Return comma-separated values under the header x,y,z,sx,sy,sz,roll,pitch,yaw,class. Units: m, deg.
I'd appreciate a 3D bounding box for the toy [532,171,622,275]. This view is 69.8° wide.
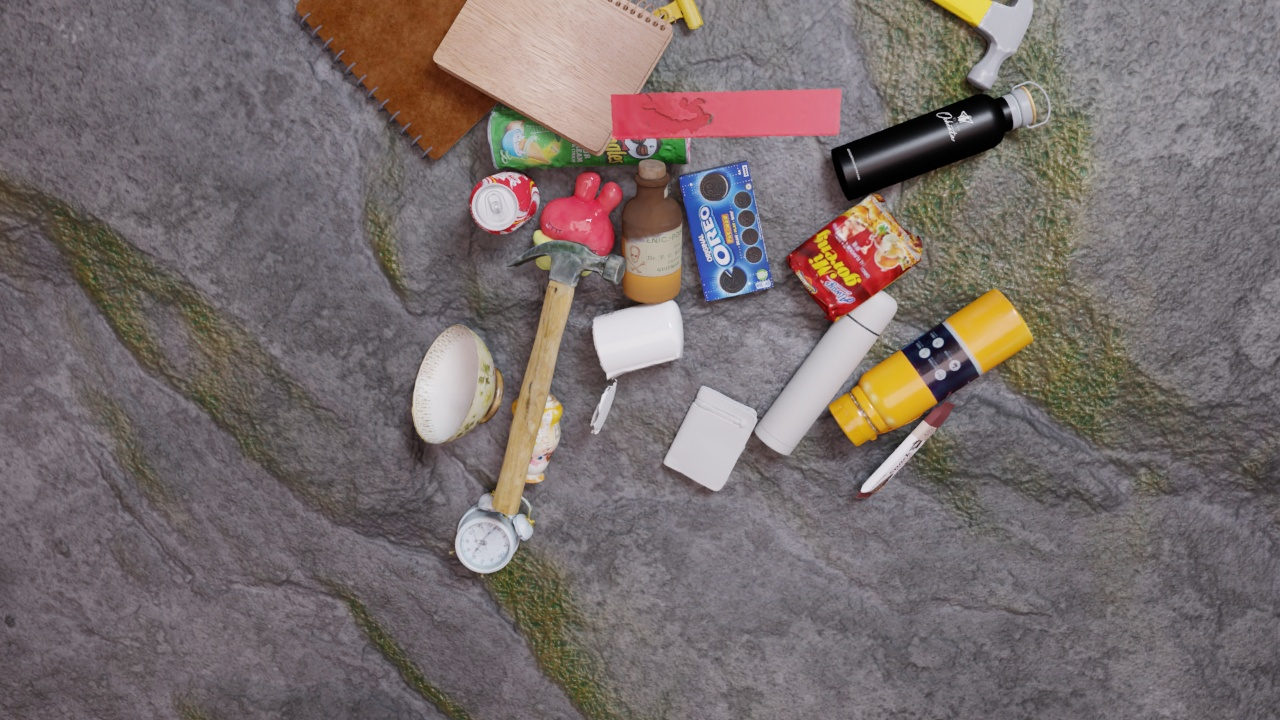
x,y,z,sx,sy,sz,roll,pitch,yaw,class
-0.071,-0.154,1.063,0.091,0.045,0.135,34,111,-8,toy

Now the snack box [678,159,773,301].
x,y,z,sx,sy,sz,roll,pitch,yaw,class
0.099,-0.149,1.063,0.082,0.027,0.150,-13,104,8,snack box

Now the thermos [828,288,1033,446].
x,y,z,sx,sy,sz,roll,pitch,yaw,class
0.337,0.019,1.070,0.233,0.076,0.091,-35,103,12,thermos

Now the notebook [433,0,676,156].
x,y,z,sx,sy,sz,roll,pitch,yaw,class
-0.091,-0.341,0.983,0.210,0.022,0.169,30,89,6,notebook

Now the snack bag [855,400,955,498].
x,y,z,sx,sy,sz,roll,pitch,yaw,class
0.322,0.110,1.111,0.158,0.057,0.013,-51,61,14,snack bag

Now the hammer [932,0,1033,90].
x,y,z,sx,sy,sz,roll,pitch,yaw,class
0.270,-0.424,0.975,0.323,0.029,0.127,29,105,-4,hammer

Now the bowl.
x,y,z,sx,sy,sz,roll,pitch,yaw,class
-0.209,0.034,1.101,0.063,0.145,0.145,18,110,-40,bowl

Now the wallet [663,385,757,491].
x,y,z,sx,sy,sz,roll,pitch,yaw,class
0.088,0.096,1.134,0.086,0.032,0.116,31,108,6,wallet

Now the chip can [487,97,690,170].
x,y,z,sx,sy,sz,roll,pitch,yaw,class
-0.057,-0.251,1.021,0.223,0.075,0.075,-1,106,4,chip can

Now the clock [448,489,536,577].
x,y,z,sx,sy,sz,roll,pitch,yaw,class
-0.187,0.216,1.171,0.083,0.057,0.118,38,97,-7,clock

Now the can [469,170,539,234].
x,y,z,sx,sy,sz,roll,pitch,yaw,class
-0.152,-0.178,1.031,0.064,0.104,0.064,1,106,3,can

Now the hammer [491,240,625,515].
x,y,z,sx,sy,sz,roll,pitch,yaw,class
-0.121,0.022,1.063,0.132,0.033,0.331,19,101,14,hammer

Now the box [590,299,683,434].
x,y,z,sx,sy,sz,roll,pitch,yaw,class
-0.009,0.008,1.079,0.137,0.083,0.143,-12,92,8,box

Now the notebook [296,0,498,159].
x,y,z,sx,sy,sz,roll,pitch,yaw,class
-0.256,-0.359,1.030,0.167,0.024,0.225,-40,99,12,notebook

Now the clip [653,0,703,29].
x,y,z,sx,sy,sz,roll,pitch,yaw,class
0.038,-0.382,1.001,0.049,0.044,0.054,-29,105,-15,clip

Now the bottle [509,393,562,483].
x,y,z,sx,sy,sz,roll,pitch,yaw,class
-0.131,0.095,1.128,0.063,0.063,0.109,8,104,1,bottle

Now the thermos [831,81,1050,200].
x,y,z,sx,sy,sz,roll,pitch,yaw,class
0.330,-0.244,1.003,0.231,0.061,0.061,-19,103,9,thermos

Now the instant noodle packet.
x,y,z,sx,sy,sz,roll,pitch,yaw,class
0.242,-0.118,1.039,0.136,0.039,0.098,-37,71,14,instant noodle packet

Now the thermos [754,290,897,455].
x,y,z,sx,sy,sz,roll,pitch,yaw,class
0.220,0.011,1.087,0.052,0.052,0.224,33,105,-6,thermos

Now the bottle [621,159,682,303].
x,y,z,sx,sy,sz,roll,pitch,yaw,class
0.013,-0.146,1.027,0.068,0.067,0.157,2,123,3,bottle
